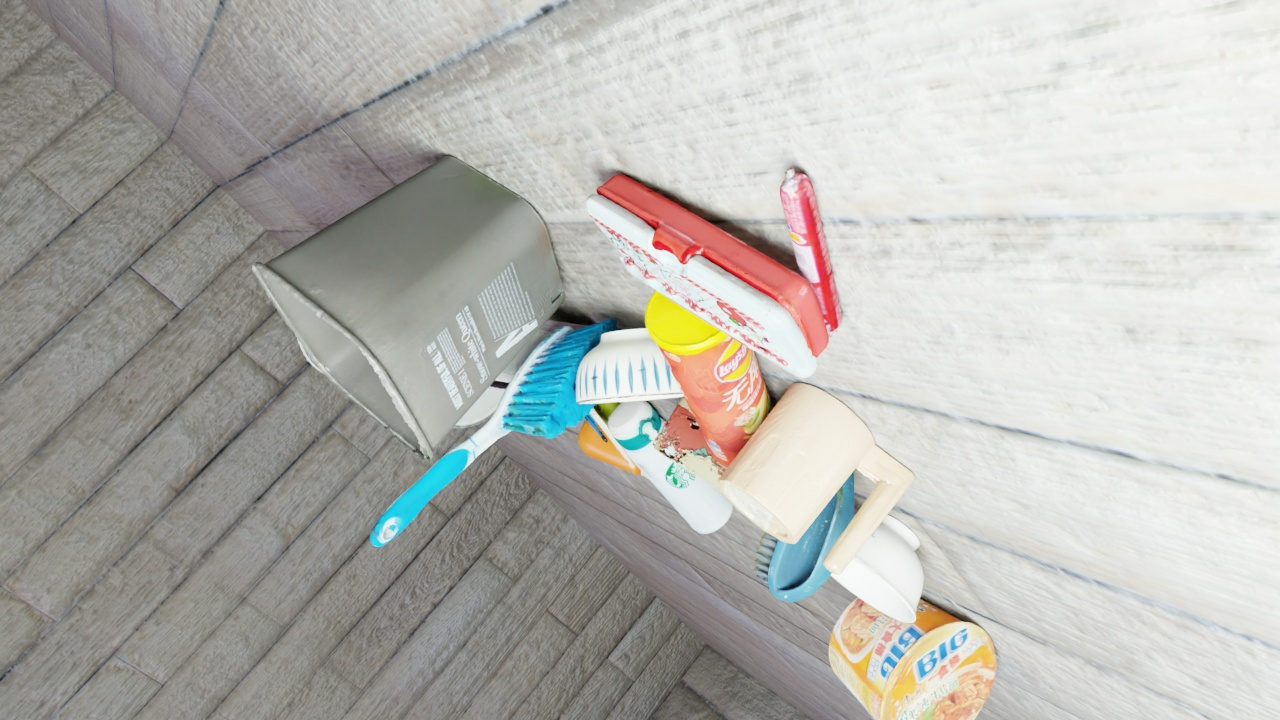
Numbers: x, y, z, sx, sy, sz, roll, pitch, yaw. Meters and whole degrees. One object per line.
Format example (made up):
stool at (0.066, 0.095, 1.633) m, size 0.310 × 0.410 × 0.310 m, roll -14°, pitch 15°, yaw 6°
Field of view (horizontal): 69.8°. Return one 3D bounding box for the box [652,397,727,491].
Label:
box at (0.094, 0.112, 0.910) m, size 0.168 × 0.077 × 0.091 m, roll 30°, pitch 178°, yaw 39°

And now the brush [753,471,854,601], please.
brush at (0.151, 0.146, 0.802) m, size 0.055 × 0.144 × 0.073 m, roll 13°, pitch -172°, yaw -31°

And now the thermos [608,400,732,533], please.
thermos at (0.039, 0.135, 1.180) m, size 0.073 × 0.073 × 0.224 m, roll 21°, pitch 155°, yaw 53°

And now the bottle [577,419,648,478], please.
bottle at (-0.019, 0.133, 1.344) m, size 0.149 × 0.066 × 0.067 m, roll 26°, pitch 161°, yaw 23°

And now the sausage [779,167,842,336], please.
sausage at (0.103, -0.060, 0.546) m, size 0.020 × 0.020 × 0.156 m, roll 31°, pitch 163°, yaw 33°

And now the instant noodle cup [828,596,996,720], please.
instant noodle cup at (0.280, 0.318, 0.971) m, size 0.151 × 0.151 × 0.111 m, roll 49°, pitch 172°, yaw -29°

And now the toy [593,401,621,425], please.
toy at (-0.039, 0.069, 1.255) m, size 0.096 × 0.031 × 0.100 m, roll 46°, pitch 169°, yaw -19°

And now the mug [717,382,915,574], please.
mug at (0.140, 0.095, 0.737) m, size 0.124 × 0.103 × 0.084 m, roll 38°, pitch 165°, yaw 11°

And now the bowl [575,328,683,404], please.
bowl at (-0.005, 0.005, 0.874) m, size 0.117 × 0.116 × 0.066 m, roll 158°, pitch 108°, yaw -74°

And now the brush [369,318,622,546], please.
brush at (-0.129, 0.066, 0.890) m, size 0.110 × 0.313 × 0.060 m, roll 4°, pitch 132°, yaw 32°

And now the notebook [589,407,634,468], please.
notebook at (-0.084, 0.043, 1.231) m, size 0.206 × 0.010 × 0.146 m, roll 49°, pitch 173°, yaw 38°

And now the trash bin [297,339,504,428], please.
trash bin at (-0.308, -0.035, 1.278) m, size 0.252 × 0.229 × 0.230 m, roll 25°, pitch 159°, yaw 32°

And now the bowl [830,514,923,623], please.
bowl at (0.222, 0.182, 0.858) m, size 0.118 × 0.064 × 0.118 m, roll 38°, pitch 164°, yaw 12°

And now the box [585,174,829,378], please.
box at (0.039, -0.057, 0.622) m, size 0.201 × 0.047 × 0.087 m, roll 37°, pitch 167°, yaw 39°

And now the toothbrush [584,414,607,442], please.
toothbrush at (-0.107, 0.049, 1.324) m, size 0.189 × 0.016 × 0.014 m, roll 50°, pitch -175°, yaw 18°

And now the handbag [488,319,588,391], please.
handbag at (-0.160, -0.009, 1.071) m, size 0.197 × 0.098 × 0.145 m, roll 12°, pitch 178°, yaw -5°

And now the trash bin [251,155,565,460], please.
trash bin at (-0.207, -0.060, 0.891) m, size 0.199 × 0.219 × 0.199 m, roll 34°, pitch 155°, yaw 27°

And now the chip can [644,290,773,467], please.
chip can at (0.066, 0.016, 0.758) m, size 0.073 × 0.073 × 0.217 m, roll 32°, pitch 164°, yaw 31°

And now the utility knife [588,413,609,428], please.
utility knife at (-0.040, 0.089, 1.319) m, size 0.186 × 0.034 × 0.018 m, roll 34°, pitch 155°, yaw 17°
